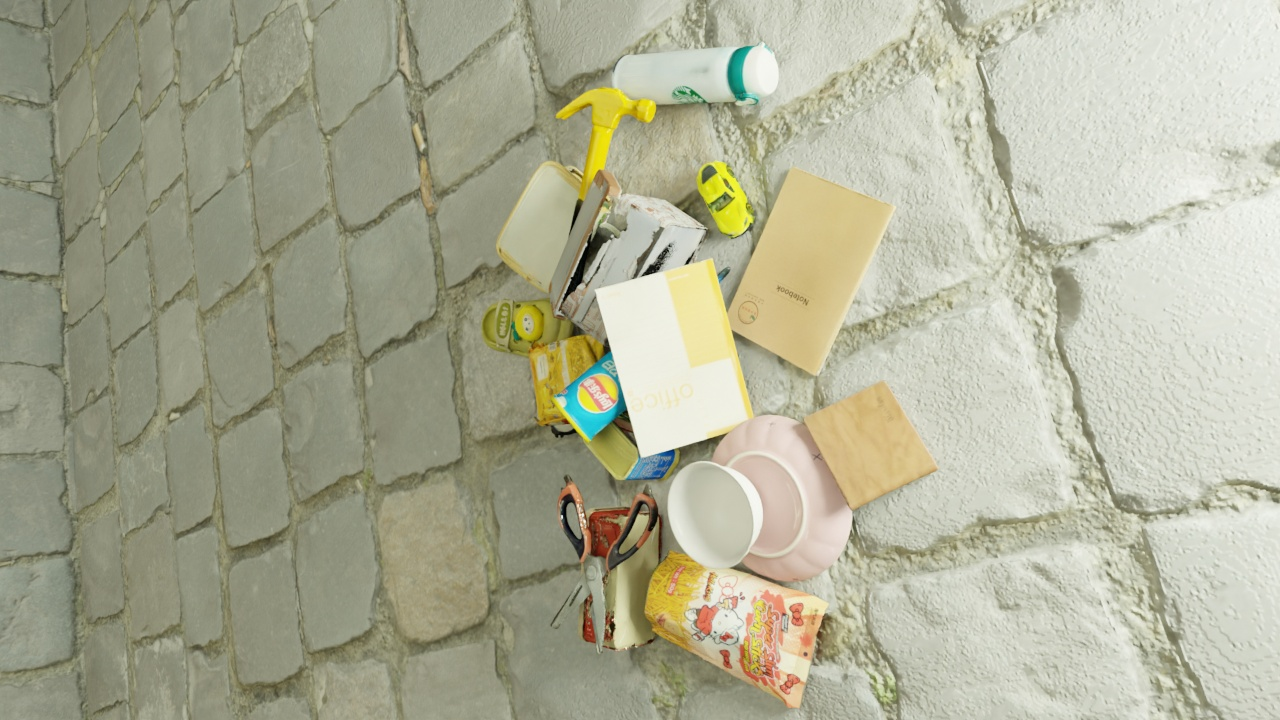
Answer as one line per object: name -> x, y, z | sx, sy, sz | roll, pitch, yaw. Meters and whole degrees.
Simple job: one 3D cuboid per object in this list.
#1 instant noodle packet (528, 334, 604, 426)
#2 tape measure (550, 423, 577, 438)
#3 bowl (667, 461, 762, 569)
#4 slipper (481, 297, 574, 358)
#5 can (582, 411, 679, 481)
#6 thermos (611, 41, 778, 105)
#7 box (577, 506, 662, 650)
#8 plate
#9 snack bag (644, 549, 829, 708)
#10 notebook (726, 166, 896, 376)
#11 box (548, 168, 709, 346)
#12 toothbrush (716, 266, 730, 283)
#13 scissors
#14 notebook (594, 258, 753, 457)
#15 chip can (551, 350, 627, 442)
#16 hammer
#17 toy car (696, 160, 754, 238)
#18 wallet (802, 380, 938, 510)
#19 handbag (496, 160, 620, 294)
instant noodle packet -> -0.093, 0.023, 1.233 | 0.111, 0.044, 0.128 | -11, 64, 6
tape measure -> -0.095, 0.069, 1.271 | 0.066, 0.033, 0.066 | -17, 75, 36
bowl -> 0.094, 0.164, 1.013 | 0.118, 0.064, 0.118 | 8, 102, 41
slipper -> -0.179, -0.047, 1.322 | 0.191, 0.081, 0.091 | 4, 91, 42
can -> -0.013, 0.107, 1.166 | 0.102, 0.083, 0.057 | 44, 113, 33
thermos -> 0.068, -0.354, 1.152 | 0.225, 0.073, 0.073 | 11, 93, 39
box -> -0.020, 0.272, 1.152 | 0.078, 0.091, 0.168 | -1, 85, 42
plate -> 0.145, 0.159, 1.037 | 0.193, 0.039, 0.192 | 7, 101, 42
snack bag -> 0.108, 0.304, 1.070 | 0.208, 0.073, 0.128 | 16, 96, 32
notebook -> 0.190, -0.106, 1.066 | 0.148, 0.008, 0.208 | 33, 106, 37
box -> -0.045, -0.132, 1.151 | 0.166, 0.150, 0.182 | 37, 109, 22
toothbrush -> 0.050, -0.055, 1.175 | 0.190, 0.014, 0.016 | -46, 36, 26
scissors -> -0.050, 0.238, 1.112 | 0.189, 0.015, 0.225 | -23, 71, 29
notebook -> 0.042, -0.002, 1.079 | 0.146, 0.010, 0.206 | -15, 96, -5
chip can -> -0.007, 0.007, 1.117 | 0.210, 0.071, 0.071 | -40, 58, -4
hammer -> -0.072, -0.211, 1.222 | 0.129, 0.032, 0.301 | 18, 105, 20
toy car -> 0.102, -0.199, 1.133 | 0.048, 0.032, 0.105 | -38, 65, 31
wallet -> 0.241, 0.088, 0.971 | 0.101, 0.020, 0.115 | -27, 65, 2
handbag -> -0.098, -0.170, 1.288 | 0.179, 0.063, 0.164 | 42, 113, 18
